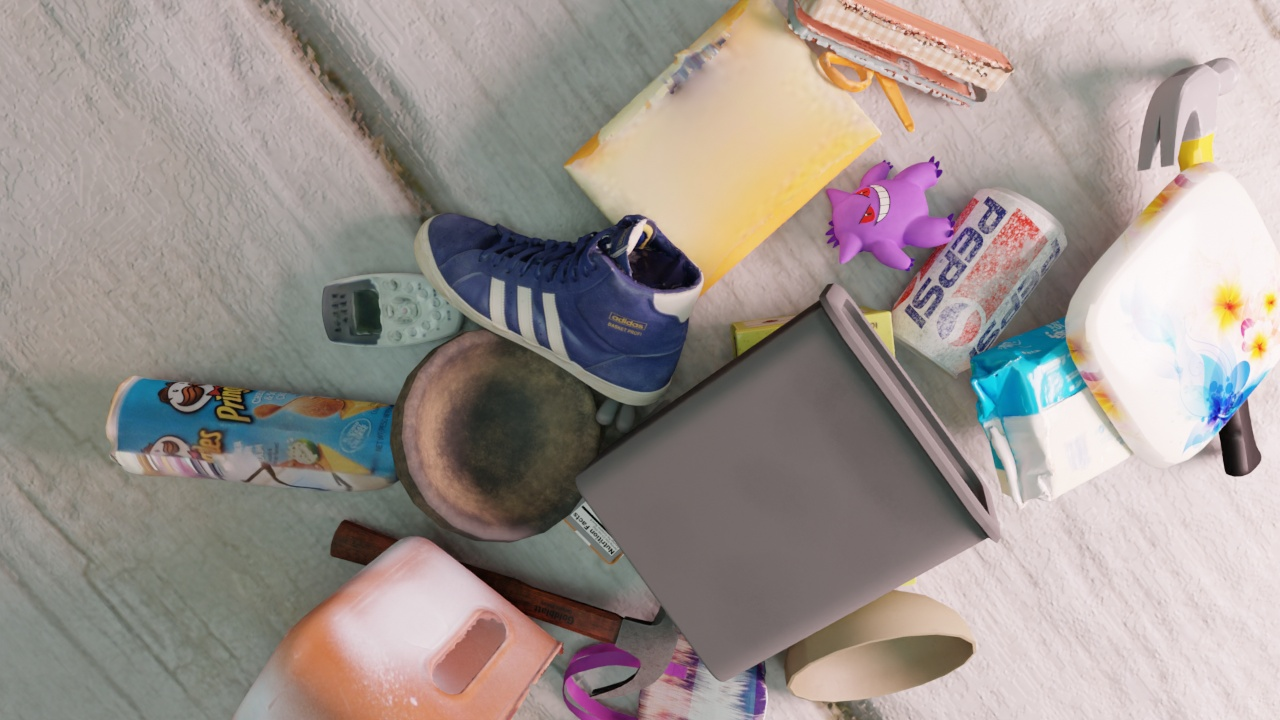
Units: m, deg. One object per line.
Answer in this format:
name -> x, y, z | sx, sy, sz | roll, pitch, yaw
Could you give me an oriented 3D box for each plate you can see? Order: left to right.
plate -> 0.401, -0.029, 0.664 | 0.186, 0.016, 0.187 | -46, 112, -7

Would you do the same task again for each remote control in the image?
remote control -> -0.200, -0.041, 0.745 | 0.114, 0.028, 0.060 | -1, 98, 1

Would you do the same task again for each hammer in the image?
hammer -> -0.115, 0.193, 0.761 | 0.301, 0.028, 0.111 | 17, 84, 6
hammer -> 0.443, -0.062, 0.710 | 0.126, 0.029, 0.324 | -24, 104, -33

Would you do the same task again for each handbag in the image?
handbag -> 0.018, 0.286, 0.781 | 0.170, 0.068, 0.144 | 10, 98, 6

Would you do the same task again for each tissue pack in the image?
tissue pack -> 0.334, 0.024, 0.698 | 0.209, 0.066, 0.117 | -23, 100, -24

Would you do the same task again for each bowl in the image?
bowl -> -0.117, 0.059, 0.711 | 0.162, 0.070, 0.162 | 7, 77, -31
bowl -> 0.188, 0.226, 0.744 | 0.152, 0.050, 0.153 | -6, 143, -5

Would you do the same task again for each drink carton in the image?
drink carton -> -0.003, 0.099, 0.754 | 0.125, 0.048, 0.076 | -43, 96, 6

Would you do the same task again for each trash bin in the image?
trash bin -> -0.205, 0.278, 0.689 | 0.157, 0.181, 0.260 | 40, 115, 5
trash bin -> 0.099, 0.088, 0.645 | 0.220, 0.097, 0.192 | -36, 90, 20

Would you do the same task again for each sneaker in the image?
sneaker -> -0.061, -0.074, 0.669 | 0.233, 0.091, 0.119 | 36, 136, 9

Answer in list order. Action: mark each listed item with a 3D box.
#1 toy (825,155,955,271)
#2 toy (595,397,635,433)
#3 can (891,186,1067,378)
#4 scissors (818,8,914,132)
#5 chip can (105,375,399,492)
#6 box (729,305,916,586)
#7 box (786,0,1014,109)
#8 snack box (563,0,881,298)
toy -> 0.190, -0.110, 0.716 | 0.088, 0.056, 0.106 | -6, 62, 5
toy -> -0.004, 0.004, 0.735 | 0.049, 0.030, 0.111 | 21, 67, -3
can -> 0.258, -0.060, 0.712 | 0.078, 0.078, 0.136 | 34, 97, -4
scissors -> 0.179, -0.228, 0.692 | 0.125, 0.011, 0.129 | -4, 73, -34
chip can -> -0.300, 0.063, 0.740 | 0.229, 0.079, 0.080 | 6, 98, 0
box -> 0.144, 0.073, 0.733 | 0.124, 0.082, 0.221 | -5, 97, 2
box -> 0.193, -0.235, 0.666 | 0.186, 0.058, 0.060 | 11, 96, -25
snack box -> 0.059, -0.159, 0.698 | 0.195, 0.080, 0.145 | -42, 96, 6
